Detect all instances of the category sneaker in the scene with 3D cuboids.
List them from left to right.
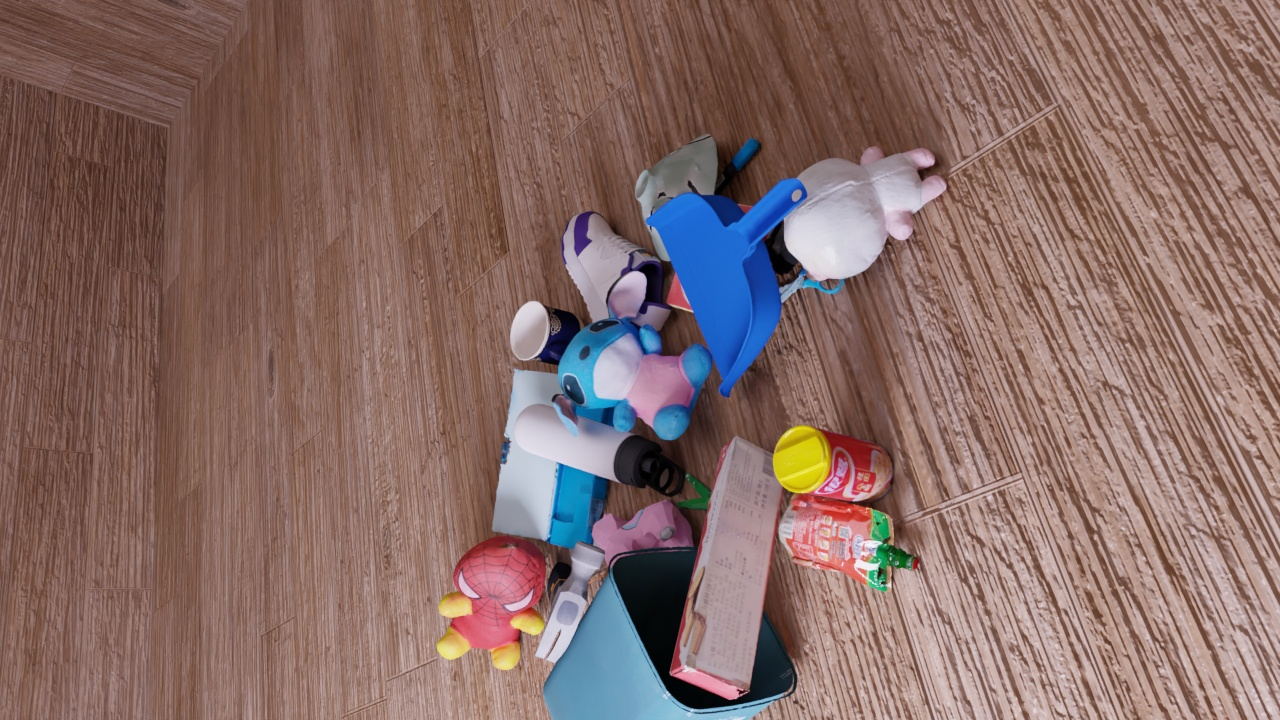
[{"bbox_3d":[-0.028,-0.130,1.261,0.111,0.091,0.244,-40,58,31],"label":"sneaker"}]

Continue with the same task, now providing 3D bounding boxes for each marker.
[{"bbox_3d":[0.112,-0.238,1.193,0.123,0.015,0.018,-49,46,30],"label":"marker"}]

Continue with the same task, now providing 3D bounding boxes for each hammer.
[{"bbox_3d":[-0.094,0.283,1.141,0.313,0.035,0.139,137,155,-81],"label":"hammer"}]

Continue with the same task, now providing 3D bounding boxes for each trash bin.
[{"bbox_3d":[0.016,0.355,1.033,0.219,0.196,0.199,-56,46,30],"label":"trash bin"}]

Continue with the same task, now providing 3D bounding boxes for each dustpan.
[{"bbox_3d":[0.110,-0.119,1.034,0.258,0.059,0.245,-41,65,47],"label":"dustpan"}]

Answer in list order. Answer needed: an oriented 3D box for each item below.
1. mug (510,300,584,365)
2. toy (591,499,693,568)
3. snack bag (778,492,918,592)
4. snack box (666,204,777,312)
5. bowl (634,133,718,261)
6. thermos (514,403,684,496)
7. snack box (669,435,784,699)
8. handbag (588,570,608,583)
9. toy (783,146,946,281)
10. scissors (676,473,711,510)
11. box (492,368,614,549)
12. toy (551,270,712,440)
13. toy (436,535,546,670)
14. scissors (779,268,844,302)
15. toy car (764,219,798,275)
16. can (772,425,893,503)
[{"bbox_3d":[-0.122,-0.028,1.331,0.112,0.089,0.086,47,114,42],"label":"mug"},{"bbox_3d":[-0.003,0.223,1.155,0.123,0.067,0.157,-42,21,-3],"label":"toy"},{"bbox_3d":[0.217,0.191,0.958,0.155,0.044,0.087,9,105,46],"label":"snack bag"},{"bbox_3d":[0.109,-0.122,1.146,0.143,0.040,0.145,21,96,49],"label":"snack box"},{"bbox_3d":[0.032,-0.222,1.196,0.174,0.068,0.174,-167,91,-69],"label":"bowl"},{"bbox_3d":[-0.058,0.118,1.203,0.230,0.101,0.068,13,71,40],"label":"thermos"},{"bbox_3d":[0.098,0.211,0.969,0.044,0.076,0.272,-49,20,51],"label":"snack box"},{"bbox_3d":[-0.066,0.330,1.226,0.196,0.043,0.093,-22,63,45],"label":"handbag"},{"bbox_3d":[0.237,-0.169,0.993,0.180,0.101,0.138,-24,63,15],"label":"toy"},{"bbox_3d":[0.089,0.184,1.117,0.132,0.012,0.108,-13,71,44],"label":"scissors"},{"bbox_3d":[-0.113,0.138,1.306,0.176,0.060,0.243,5,83,30],"label":"box"},{"bbox_3d":[-0.007,0.007,1.149,0.191,0.099,0.223,19,73,17],"label":"toy"},{"bbox_3d":[-0.206,0.334,1.291,0.098,0.147,0.217,-104,30,-60],"label":"toy"},{"bbox_3d":[0.187,-0.101,1.085,0.135,0.016,0.083,-26,59,47],"label":"scissors"},{"bbox_3d":[0.178,-0.145,1.072,0.036,0.042,0.091,25,87,50],"label":"toy car"},{"bbox_3d":[0.198,0.107,0.938,0.067,0.124,0.066,-16,67,44],"label":"can"}]
